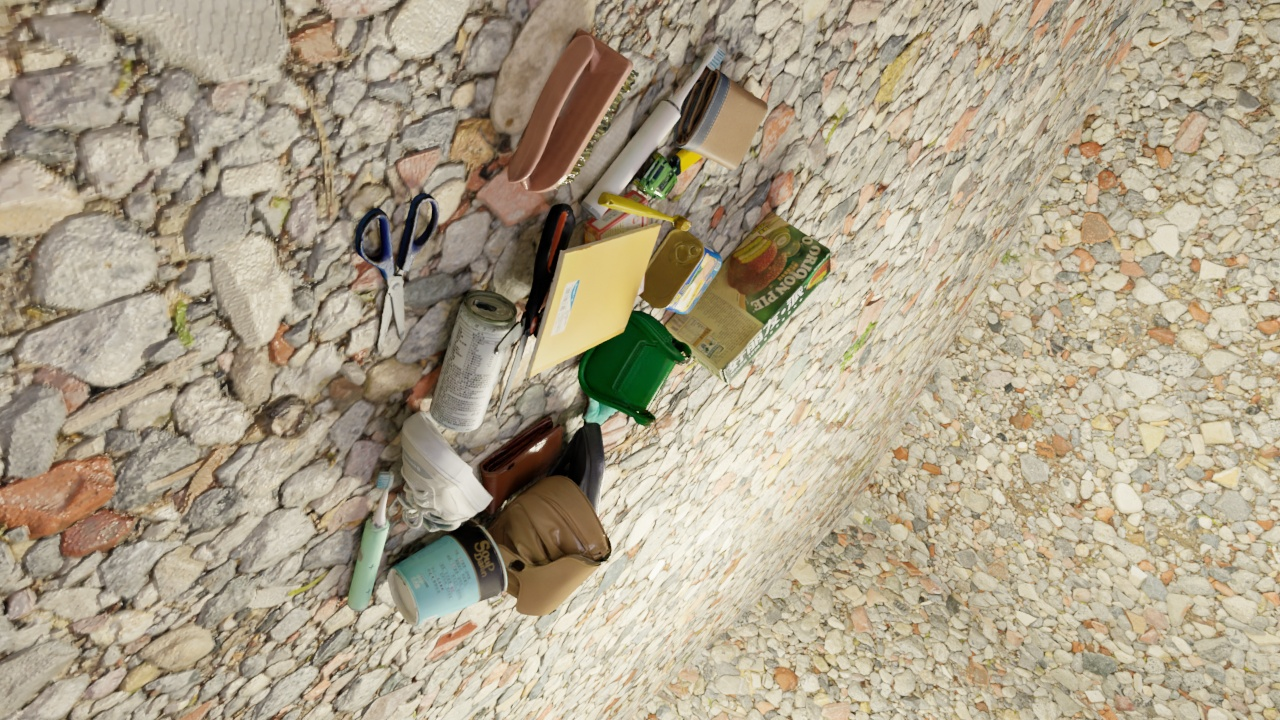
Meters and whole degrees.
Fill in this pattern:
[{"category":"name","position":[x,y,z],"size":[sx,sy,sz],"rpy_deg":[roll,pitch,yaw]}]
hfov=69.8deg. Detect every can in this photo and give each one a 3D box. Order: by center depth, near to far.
[{"category":"can","position":[-0.172,0.003,0.943],"size":[0.058,0.058,0.147],"rpy_deg":[-20,142,-49]},{"category":"can","position":[0.052,-0.111,1.178],"size":[0.102,0.057,0.083],"rpy_deg":[-55,158,10]}]

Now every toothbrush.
[{"category":"toothbrush","position":[0.014,-0.241,0.962],"size":[0.026,0.027,0.221],"rpy_deg":[38,91,-28]},{"category":"toothbrush","position":[0.009,-0.162,1.010],"size":[0.016,0.016,0.189],"rpy_deg":[-60,155,15]},{"category":"toothbrush","position":[-0.304,0.206,1.042],"size":[0.027,0.026,0.225],"rpy_deg":[-1,130,-32]}]

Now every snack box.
[{"category":"snack box","position":[-0.028,-0.117,1.063],"size":[0.076,0.027,0.156],"rpy_deg":[-38,153,-26]},{"category":"snack box","position":[0.156,-0.091,1.319],"size":[0.240,0.114,0.063],"rpy_deg":[-47,155,-10]}]

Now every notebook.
[{"category":"notebook","position":[-0.048,-0.070,0.998],"size":[0.205,0.010,0.146],"rpy_deg":[-30,144,-57]}]

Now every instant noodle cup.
[{"category":"instant noodle cup","position":[-0.248,0.271,1.155],"size":[0.120,0.111,0.111],"rpy_deg":[-20,143,-35]}]

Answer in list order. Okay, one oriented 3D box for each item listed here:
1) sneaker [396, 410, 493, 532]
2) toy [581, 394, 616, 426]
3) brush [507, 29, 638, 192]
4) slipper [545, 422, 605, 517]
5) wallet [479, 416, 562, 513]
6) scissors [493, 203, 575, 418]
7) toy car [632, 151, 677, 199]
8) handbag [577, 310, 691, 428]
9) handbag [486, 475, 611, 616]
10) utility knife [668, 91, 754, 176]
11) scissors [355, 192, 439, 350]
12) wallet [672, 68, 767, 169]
[{"category":"sneaker","position":[-0.232,0.132,1.002],"size":[0.090,0.089,0.242],"rpy_deg":[-40,160,-14]},{"category":"toy","position":[-0.050,0.061,1.278],"size":[0.091,0.030,0.097],"rpy_deg":[-42,149,-24]},{"category":"brush","position":[-0.068,-0.215,0.813],"size":[0.146,0.063,0.073],"rpy_deg":[-56,160,17]},{"category":"slipper","position":[-0.103,0.182,1.299],"size":[0.083,0.110,0.269],"rpy_deg":[-1,141,-13]},{"category":"wallet","position":[-0.156,0.138,1.202],"size":[0.124,0.032,0.101],"rpy_deg":[-36,155,-27]},{"category":"scissors","position":[-0.104,-0.052,0.938],"size":[0.234,0.022,0.221],"rpy_deg":[-38,144,-79]},{"category":"toy car","position":[0.018,-0.198,1.000],"size":[0.043,0.036,0.091],"rpy_deg":[-52,176,7]},{"category":"handbag","position":[-0.007,0.007,1.166],"size":[0.131,0.120,0.067],"rpy_deg":[-61,160,18]},{"category":"handbag","position":[-0.136,0.254,1.226],"size":[0.205,0.148,0.099],"rpy_deg":[-51,173,38]},{"category":"utility knife","position":[0.083,-0.263,1.065],"size":[0.153,0.015,0.033],"rpy_deg":[-43,160,-18]},{"category":"scissors","position":[-0.223,-0.072,0.806],"size":[0.171,0.012,0.140],"rpy_deg":[-56,157,15]},{"category":"wallet","position":[0.091,-0.267,1.025],"size":[0.115,0.033,0.090],"rpy_deg":[7,114,-53]}]
